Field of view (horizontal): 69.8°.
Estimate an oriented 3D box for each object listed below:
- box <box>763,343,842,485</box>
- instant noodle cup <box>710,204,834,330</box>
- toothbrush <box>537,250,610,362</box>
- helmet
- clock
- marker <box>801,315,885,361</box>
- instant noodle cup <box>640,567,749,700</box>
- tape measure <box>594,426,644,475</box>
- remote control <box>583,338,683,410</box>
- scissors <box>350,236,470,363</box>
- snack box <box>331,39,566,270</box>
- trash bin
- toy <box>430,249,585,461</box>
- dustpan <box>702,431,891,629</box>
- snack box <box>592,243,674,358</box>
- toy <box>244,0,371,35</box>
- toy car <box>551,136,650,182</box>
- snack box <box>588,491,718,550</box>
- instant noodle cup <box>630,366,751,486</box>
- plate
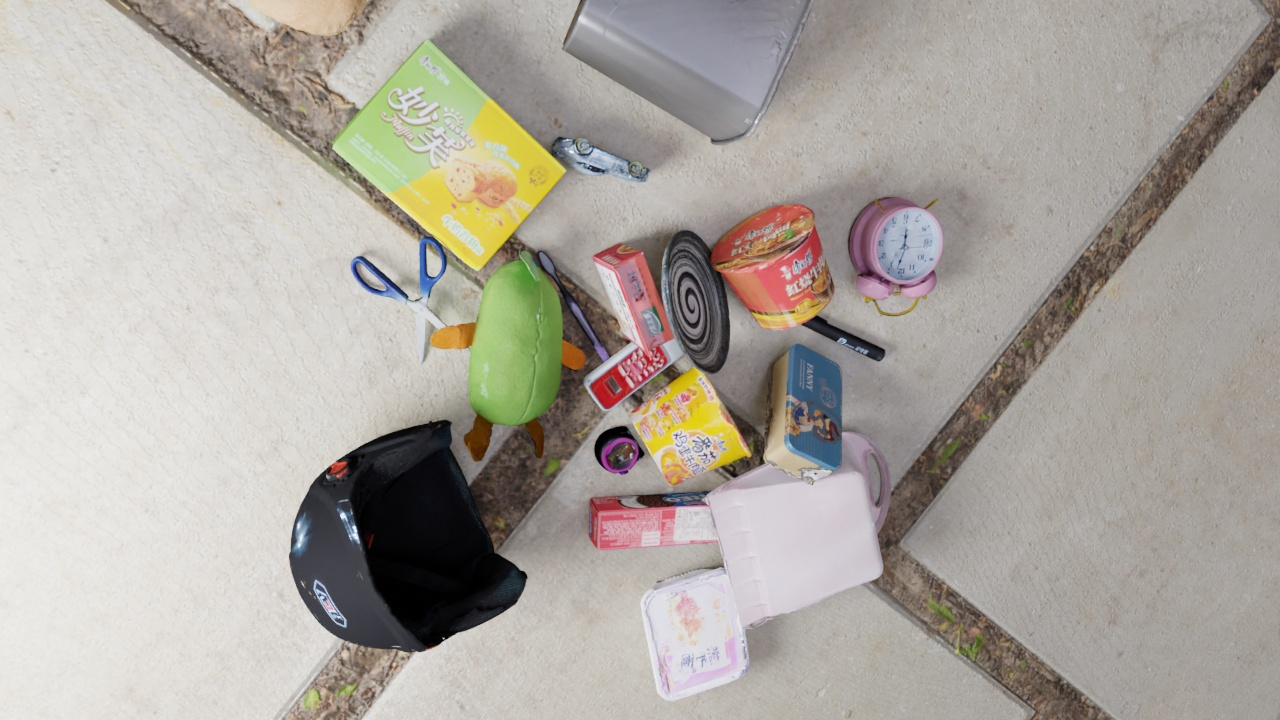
[{"bbox_3d":[0.212,0.063,1.187,0.089,0.059,0.183,24,53,-21],"label":"box"},{"bbox_3d":[0.171,-0.112,1.143,0.138,0.138,0.108,-36,119,-5],"label":"instant noodle cup"},{"bbox_3d":[-0.078,-0.058,1.144,0.014,0.016,0.189,-32,113,-3],"label":"toothbrush"},{"bbox_3d":[-0.273,0.205,1.019,0.231,0.274,0.233,-22,100,18],"label":"helmet"},{"bbox_3d":[0.341,-0.137,1.218,0.117,0.060,0.158,-4,106,-15],"label":"clock"},{"bbox_3d":[0.277,-0.032,1.248,0.132,0.020,0.022,23,67,-19],"label":"marker"},{"bbox_3d":[0.071,0.366,1.266,0.138,0.060,0.173,-14,108,-13],"label":"instant noodle cup"},{"bbox_3d":[-0.030,0.117,1.184,0.058,0.039,0.057,-32,110,-6],"label":"tape measure"},{"bbox_3d":[-0.007,0.007,1.170,0.136,0.020,0.056,-36,114,-7],"label":"remote control"},{"bbox_3d":[-0.260,-0.072,1.059,0.162,0.012,0.176,24,124,-1],"label":"scissors"},{"bbox_3d":[-0.212,-0.227,1.030,0.210,0.070,0.157,41,90,-21],"label":"snack box"},{"bbox_3d":[0.047,-0.375,1.012,0.219,0.199,0.199,23,95,-13],"label":"trash bin"},{"bbox_3d":[-0.148,-0.004,1.083,0.226,0.090,0.246,9,87,-49],"label":"toy"},{"bbox_3d":[0.229,0.219,1.269,0.273,0.138,0.223,-12,111,2],"label":"dustpan"},{"bbox_3d":[-0.006,-0.075,1.097,0.044,0.127,0.113,-25,109,-9],"label":"snack box"},{"bbox_3d":[-0.378,-0.430,0.931,0.226,0.082,0.143,34,87,-18],"label":"toy"},{"bbox_3d":[-0.047,-0.234,1.085,0.120,0.054,0.037,15,96,-20],"label":"toy car"},{"bbox_3d":[0.037,0.212,1.219,0.207,0.057,0.058,0,101,-16],"label":"snack box"},{"bbox_3d":[0.058,0.086,1.159,0.110,0.138,0.138,-29,110,1],"label":"instant noodle cup"},{"bbox_3d":[0.063,-0.069,1.111,0.024,0.179,0.179,-10,111,27],"label":"plate"}]
